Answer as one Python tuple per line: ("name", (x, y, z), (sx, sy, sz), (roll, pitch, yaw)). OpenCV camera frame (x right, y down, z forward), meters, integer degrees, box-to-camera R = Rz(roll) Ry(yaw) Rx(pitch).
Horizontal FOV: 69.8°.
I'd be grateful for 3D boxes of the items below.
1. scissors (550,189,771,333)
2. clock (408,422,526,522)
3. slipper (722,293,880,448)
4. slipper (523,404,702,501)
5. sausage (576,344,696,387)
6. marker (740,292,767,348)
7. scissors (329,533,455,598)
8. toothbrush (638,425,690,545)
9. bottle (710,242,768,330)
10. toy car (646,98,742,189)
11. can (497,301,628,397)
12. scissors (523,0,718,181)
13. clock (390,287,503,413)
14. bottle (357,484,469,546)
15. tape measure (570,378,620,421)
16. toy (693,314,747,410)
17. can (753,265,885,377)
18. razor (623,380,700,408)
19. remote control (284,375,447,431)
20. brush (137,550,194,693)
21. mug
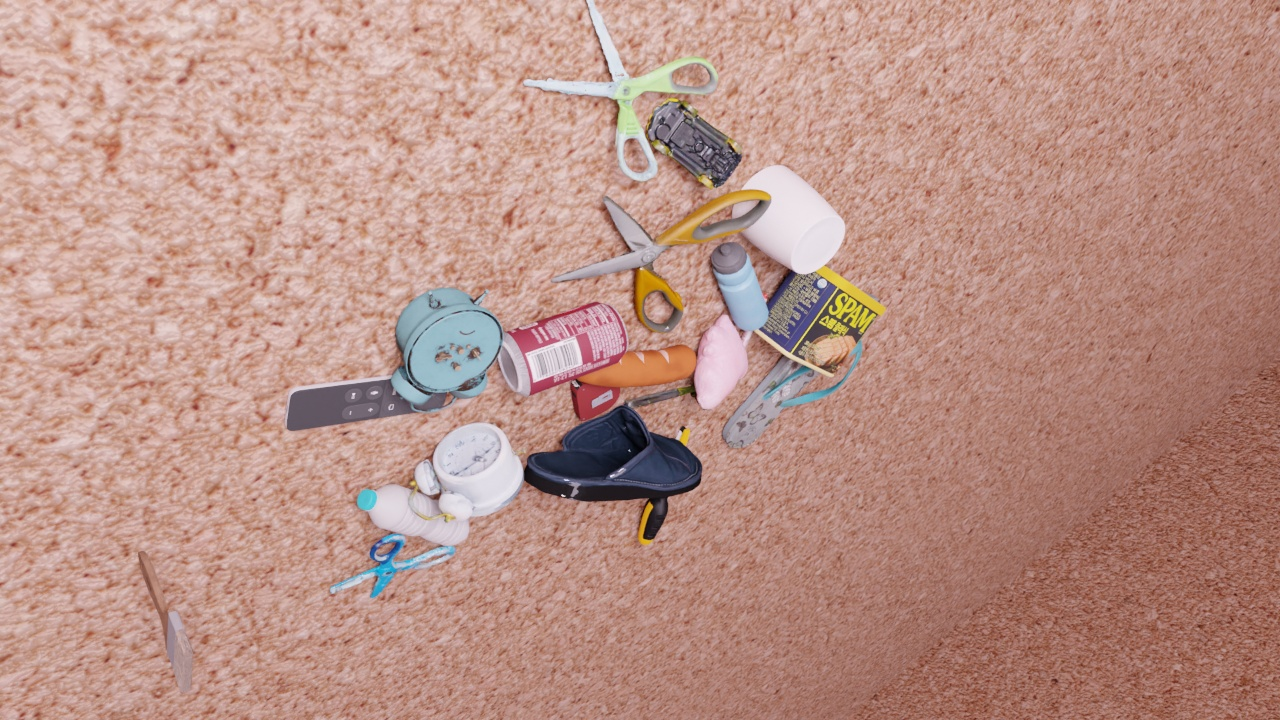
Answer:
("scissors", (0.028, -0.103, 0.881), (0.230, 0.016, 0.225), (-29, 146, 4))
("clock", (-0.170, 0.114, 0.892), (0.117, 0.083, 0.057), (-38, 140, -23))
("slipper", (0.211, 0.020, 1.171), (0.269, 0.054, 0.098), (-45, 142, 8))
("slipper", (-0.013, 0.093, 0.998), (0.265, 0.109, 0.083), (3, 106, -53))
("sausage", (-0.006, 0.006, 0.965), (0.164, 0.039, 0.044), (-1, 89, -41))
("marker", (0.121, -0.020, 1.080), (0.012, 0.013, 0.142), (-10, 134, -36))
("scissors", (-0.259, 0.211, 0.957), (0.134, 0.011, 0.140), (-17, 150, -18))
("toothbrush", (0.031, 0.164, 1.176), (0.031, 0.031, 0.197), (-5, 129, -33))
("bottle", (0.105, -0.080, 0.977), (0.040, 0.040, 0.130), (-38, 144, -5))
("toy car", (0.047, -0.193, 0.814), (0.107, 0.030, 0.049), (29, 107, -38))
("can", (-0.073, -0.012, 0.865), (0.114, 0.063, 0.063), (-21, 139, -24))
("scissors", (-0.013, -0.211, 0.737), (0.171, 0.024, 0.166), (-6, 132, -24))
("clock", (-0.170, -0.006, 0.794), (0.089, 0.053, 0.124), (-4, 130, -39))
("bottle", (-0.227, 0.153, 0.916), (0.044, 0.044, 0.136), (-46, 144, 7))
("tape measure", (-0.047, 0.034, 0.977), (0.051, 0.019, 0.059), (-27, 142, -19))
("toy", (0.090, -0.001, 1.030), (0.102, 0.050, 0.093), (-48, 134, -47))
("can", (0.206, -0.050, 1.062), (0.135, 0.075, 0.104), (20, 108, -52))
("razor", (0.029, 0.040, 1.052), (0.105, 0.026, 0.043), (-13, 138, -28))
("remote control", (-0.238, 0.034, 0.811), (0.146, 0.008, 0.045), (-8, 133, -37))
("brush", (-0.384, 0.201, 0.738), (0.008, 0.143, 0.045), (-7, 124, -40))
("mug", (0.162, -0.138, 0.928), (0.114, 0.087, 0.081), (1, 127, -43))
